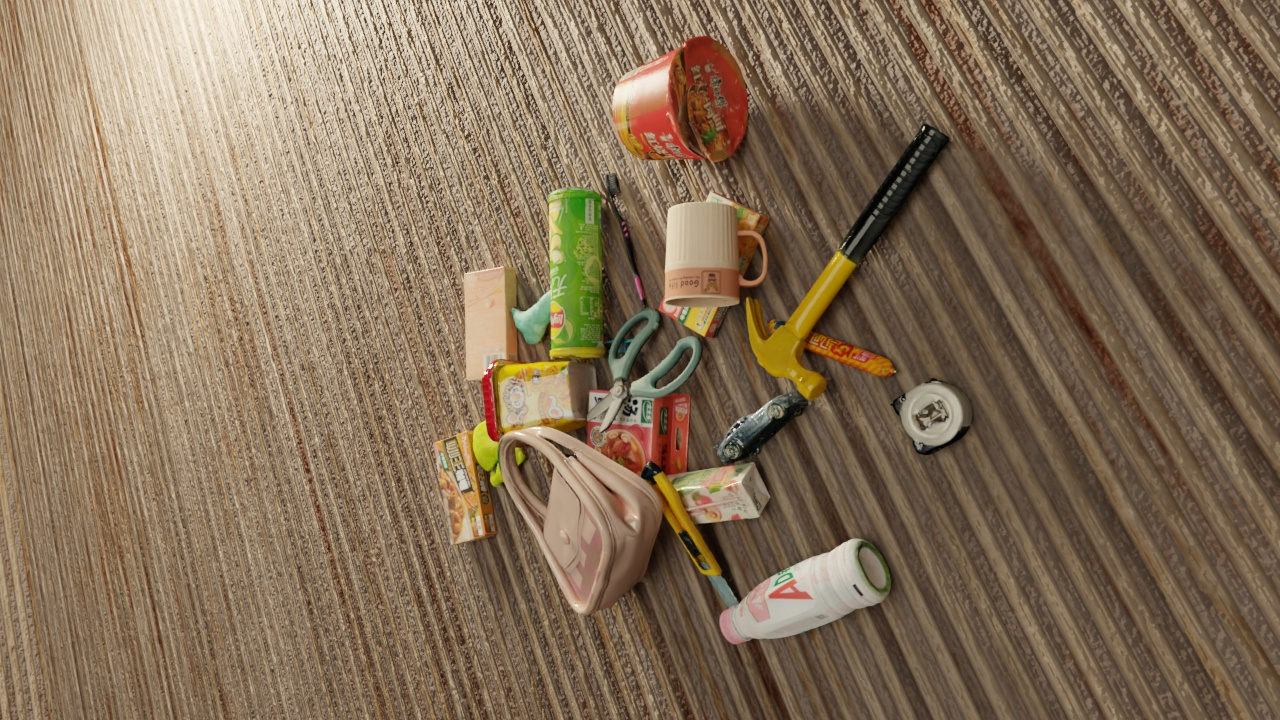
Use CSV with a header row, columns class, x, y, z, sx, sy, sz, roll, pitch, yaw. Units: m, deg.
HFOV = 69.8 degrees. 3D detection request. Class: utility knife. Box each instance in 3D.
class,x,y,z,sx,sy,sz,roll,pitch,yaw
utility knife,0.062,0.209,1.048,0.033,0.015,0.216,-30,93,42

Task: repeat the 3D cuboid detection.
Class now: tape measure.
class,x,y,z,sx,sy,sz,roll,pitch,yaw
tape measure,0.293,0.053,0.913,0.066,0.033,0.065,-38,68,30

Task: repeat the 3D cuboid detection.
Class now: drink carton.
class,x,y,z,sx,sy,sz,roll,pitch,yaw
drink carton,0.081,0.156,1.053,0.123,0.045,0.053,-14,112,35

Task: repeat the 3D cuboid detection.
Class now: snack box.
class,x,y,z,sx,sy,sz,roll,pitch,yaw
snack box,-0.005,0.094,1.130,0.127,0.044,0.113,2,89,37
snack box,0.085,-0.112,1.082,0.077,0.027,0.156,33,107,33
snack box,-0.213,-0.051,1.307,0.085,0.026,0.157,-4,85,37
snack box,-0.254,0.185,1.328,0.075,0.026,0.153,-21,75,34

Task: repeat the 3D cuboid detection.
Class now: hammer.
class,x,y,z,sx,sy,sz,roll,pitch,yaw
hammer,0.218,-0.111,0.962,0.129,0.032,0.301,43,108,31

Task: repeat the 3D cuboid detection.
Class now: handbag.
class,x,y,z,sx,sy,sz,roll,pitch,yaw
handbag,-0.090,0.174,1.108,0.234,0.093,0.194,42,139,24

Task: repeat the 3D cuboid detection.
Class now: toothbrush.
class,x,y,z,sx,sy,sz,roll,pitch,yaw
toothbrush,-0.016,-0.155,1.170,0.018,0.014,0.189,-22,75,23

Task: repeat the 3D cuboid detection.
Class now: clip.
class,x,y,z,sx,sy,sz,roll,pitch,yaw
clip,-0.021,-0.017,1.167,0.057,0.014,0.047,3,90,39

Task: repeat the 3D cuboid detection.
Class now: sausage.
class,x,y,z,sx,sy,sz,roll,pitch,yaw
sausage,0.203,-0.014,0.991,0.165,0.021,0.021,23,102,36

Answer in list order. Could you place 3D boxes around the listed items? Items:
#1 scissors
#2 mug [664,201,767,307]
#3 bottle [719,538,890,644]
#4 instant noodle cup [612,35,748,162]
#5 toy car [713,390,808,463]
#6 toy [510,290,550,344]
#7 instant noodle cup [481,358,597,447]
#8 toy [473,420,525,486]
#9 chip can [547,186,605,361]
class,x,y,z,sx,sy,sz,roll,pitch,yaw
scissors,-0.010,0.006,1.120,0.177,0.019,0.171,-37,48,13
mug,0.084,-0.116,1.023,0.114,0.081,0.106,0,86,10
bottle,0.168,0.255,0.979,0.197,0.068,0.068,-35,68,33
instant noodle cup,0.042,-0.295,1.064,0.109,0.137,0.138,2,89,46
toy car,0.133,0.072,1.020,0.121,0.054,0.036,-44,65,27
toy,-0.130,-0.056,1.243,0.092,0.030,0.096,-42,70,31
instant noodle cup,-0.125,0.050,1.190,0.124,0.116,0.116,-10,81,25
toy,-0.203,0.126,1.289,0.100,0.031,0.097,23,99,32
chip can,-0.083,-0.111,1.182,0.073,0.072,0.221,-4,86,37
